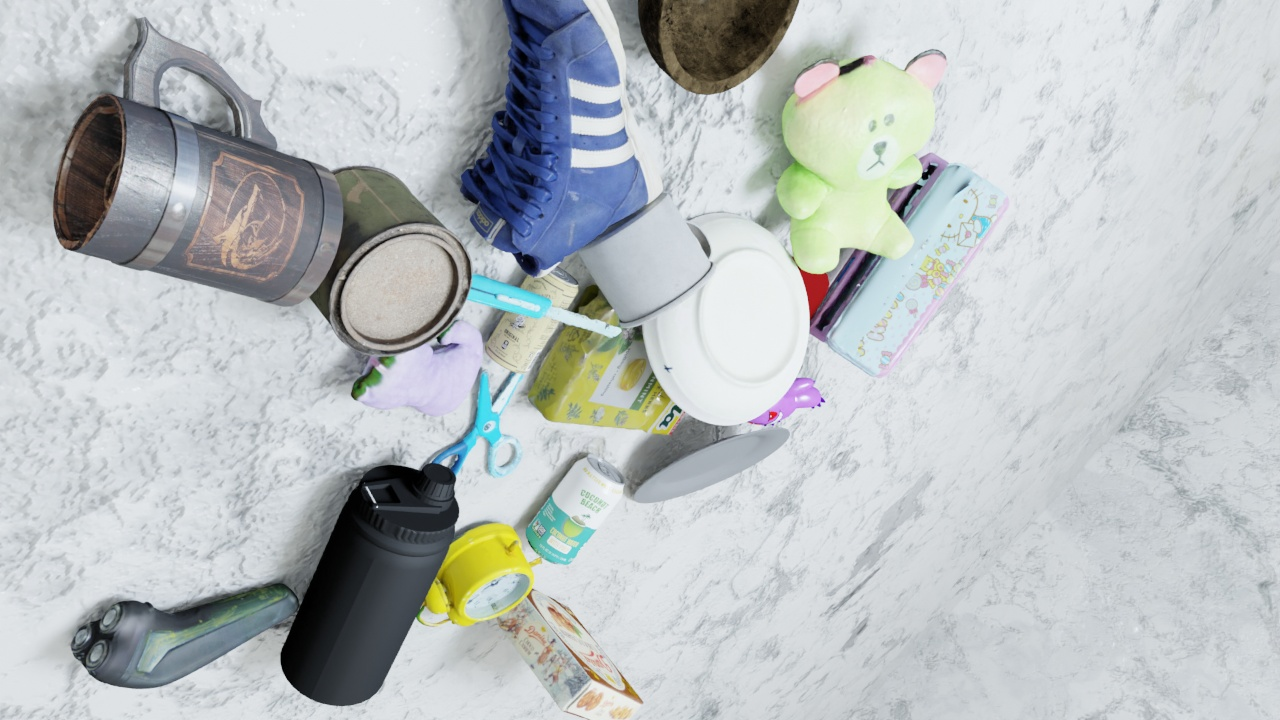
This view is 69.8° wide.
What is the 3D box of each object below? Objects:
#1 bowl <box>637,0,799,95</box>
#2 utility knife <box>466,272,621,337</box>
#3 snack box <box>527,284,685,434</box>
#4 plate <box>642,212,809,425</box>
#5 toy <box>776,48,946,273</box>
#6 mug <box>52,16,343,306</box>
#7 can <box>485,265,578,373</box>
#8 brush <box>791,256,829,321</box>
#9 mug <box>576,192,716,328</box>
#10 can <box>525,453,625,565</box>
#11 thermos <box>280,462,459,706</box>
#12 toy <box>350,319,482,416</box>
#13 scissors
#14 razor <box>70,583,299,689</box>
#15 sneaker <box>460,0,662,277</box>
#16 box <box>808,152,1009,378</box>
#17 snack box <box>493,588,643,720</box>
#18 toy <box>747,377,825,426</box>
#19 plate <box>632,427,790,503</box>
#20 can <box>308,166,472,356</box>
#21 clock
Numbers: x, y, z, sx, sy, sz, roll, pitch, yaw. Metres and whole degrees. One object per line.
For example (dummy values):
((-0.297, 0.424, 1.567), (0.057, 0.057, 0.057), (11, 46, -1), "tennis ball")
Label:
((0.043, -0.240, 0.591), (0.121, 0.056, 0.121), (-28, 142, -25), "bowl")
((-0.083, -0.043, 0.647), (0.166, 0.015, 0.022), (14, 104, -31), "utility knife")
((-0.005, 0.005, 0.801), (0.180, 0.045, 0.121), (11, 116, -52), "snack box")
((0.084, -0.035, 0.775), (0.182, 0.034, 0.182), (0, 90, -35), "plate")
((0.177, -0.174, 0.775), (0.150, 0.107, 0.197), (-14, 127, -16), "toy")
((-0.215, -0.094, 0.458), (0.107, 0.080, 0.115), (15, 85, -51), "mug")
((-0.081, -0.033, 0.686), (0.038, 0.038, 0.079), (14, 114, -52), "can")
((0.115, -0.026, 0.901), (0.082, 0.042, 0.174), (3, 122, -49), "brush")
((0.011, -0.082, 0.688), (0.070, 0.085, 0.112), (57, 46, -15), "mug")
((-0.061, 0.142, 0.871), (0.102, 0.055, 0.055), (-53, 146, 10), "can")
((-0.205, 0.165, 0.711), (0.086, 0.086, 0.199), (3, 123, -49), "thermos")
((-0.154, 0.003, 0.649), (0.080, 0.036, 0.099), (-61, 150, 4), "toy")
((-0.136, 0.060, 0.746), (0.117, 0.013, 0.140), (-24, 143, -29), "scissors")
((-0.316, 0.187, 0.653), (0.151, 0.054, 0.067), (-13, 117, -48), "razor")
((-0.070, -0.141, 0.550), (0.118, 0.091, 0.233), (-39, 154, -6), "sneaker")
((0.261, -0.093, 0.911), (0.214, 0.091, 0.090), (-56, 179, 8), "box")
((-0.077, 0.298, 0.933), (0.041, 0.147, 0.143), (-45, 145, -5), "snack box")
((0.118, 0.033, 0.876), (0.106, 0.056, 0.087), (-27, 167, 38), "toy")
((0.073, 0.108, 0.969), (0.178, 0.012, 0.179), (-20, 160, -8), "plate")
((-0.156, -0.058, 0.546), (0.089, 0.074, 0.090), (-28, 142, -25), "can")
((-0.151, 0.200, 0.834), (0.118, 0.057, 0.083), (-36, 145, -2), "clock")
